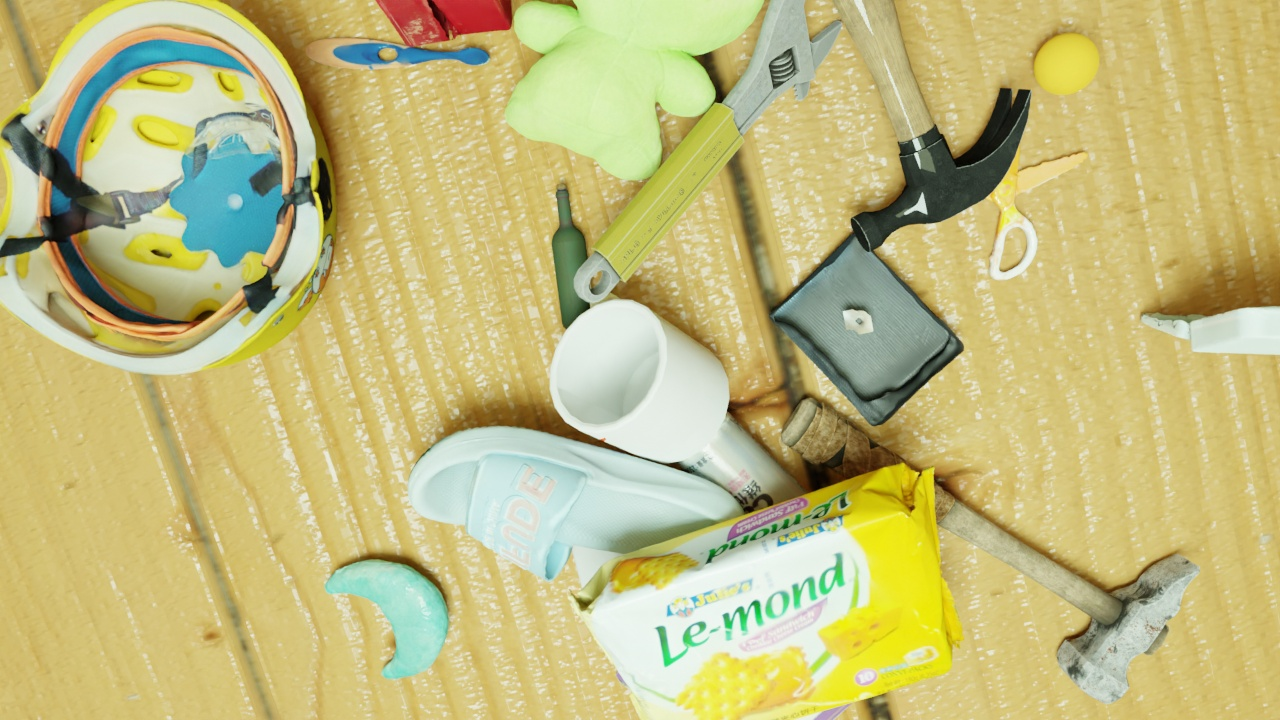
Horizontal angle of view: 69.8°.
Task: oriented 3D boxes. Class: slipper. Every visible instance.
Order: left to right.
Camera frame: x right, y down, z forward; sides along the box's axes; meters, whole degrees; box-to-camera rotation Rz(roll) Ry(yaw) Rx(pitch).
[{"bbox_3d":[-0.047,0.111,0.646,0.245,0.074,0.104,11,136,2],"label":"slipper"}]

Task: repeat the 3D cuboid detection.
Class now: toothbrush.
[{"bbox_3d":[-0.174,-0.219,0.658,0.135,0.017,0.021,4,96,5],"label":"toothbrush"}]

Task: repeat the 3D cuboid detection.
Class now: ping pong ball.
[{"bbox_3d":[0.288,-0.200,0.620,0.040,0.040,0.040,1,99,3],"label":"ping pong ball"}]

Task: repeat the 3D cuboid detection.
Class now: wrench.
[{"bbox_3d":[0.046,-0.148,0.613,0.273,0.083,0.018,-49,49,-5],"label":"wrench"}]

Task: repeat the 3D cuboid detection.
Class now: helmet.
[{"bbox_3d":[-0.298,-0.108,0.624,0.209,0.139,0.240,11,87,2],"label":"helmet"}]

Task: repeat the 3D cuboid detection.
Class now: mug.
[{"bbox_3d":[-0.004,0.004,0.637,0.091,0.090,0.121,-31,58,20],"label":"mug"}]

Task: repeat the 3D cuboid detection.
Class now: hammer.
[{"bbox_3d":[0.146,-0.232,0.580,0.132,0.040,0.305,-28,109,3],"label":"hammer"},{"bbox_3d":[0.248,0.124,0.677,0.319,0.049,0.121,31,97,0],"label":"hammer"}]

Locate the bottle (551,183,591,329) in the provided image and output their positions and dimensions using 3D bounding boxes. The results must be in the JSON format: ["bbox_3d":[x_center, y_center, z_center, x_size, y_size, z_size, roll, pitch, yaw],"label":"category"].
[{"bbox_3d":[-0.051,-0.075,0.668,0.025,0.025,0.106,-6,99,4],"label":"bottle"}]

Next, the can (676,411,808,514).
[{"bbox_3d":[0.088,0.099,0.674,0.054,0.054,0.135,-44,94,9],"label":"can"}]

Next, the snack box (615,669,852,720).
[{"bbox_3d":[0.082,0.232,0.703,0.143,0.040,0.148,43,99,-4],"label":"snack box"}]

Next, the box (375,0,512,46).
[{"bbox_3d":[-0.131,-0.281,0.571,0.092,0.157,0.129,-5,95,-3],"label":"box"}]

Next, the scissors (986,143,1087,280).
[{"bbox_3d":[0.258,-0.115,0.651,0.125,0.011,0.128,-22,99,8],"label":"scissors"}]

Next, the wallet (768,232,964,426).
[{"bbox_3d":[0.162,-0.023,0.663,0.089,0.026,0.115,-44,93,7],"label":"wallet"}]

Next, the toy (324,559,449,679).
[{"bbox_3d":[-0.192,0.198,0.720,0.085,0.033,0.105,-29,98,19],"label":"toy"}]

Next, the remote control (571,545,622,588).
[{"bbox_3d":[-0.031,0.141,0.711,0.045,0.008,0.147,-13,98,6],"label":"remote control"}]

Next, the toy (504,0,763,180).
[{"bbox_3d":[-0.005,-0.222,0.606,0.150,0.107,0.197,24,110,-2],"label":"toy"}]

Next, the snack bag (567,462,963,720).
[{"bbox_3d":[0.092,0.168,0.618,0.247,0.068,0.160,-19,118,5],"label":"snack bag"}]

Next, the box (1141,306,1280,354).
[{"bbox_3d":[0.453,-0.017,0.592,0.197,0.134,0.041,3,89,3],"label":"box"}]
